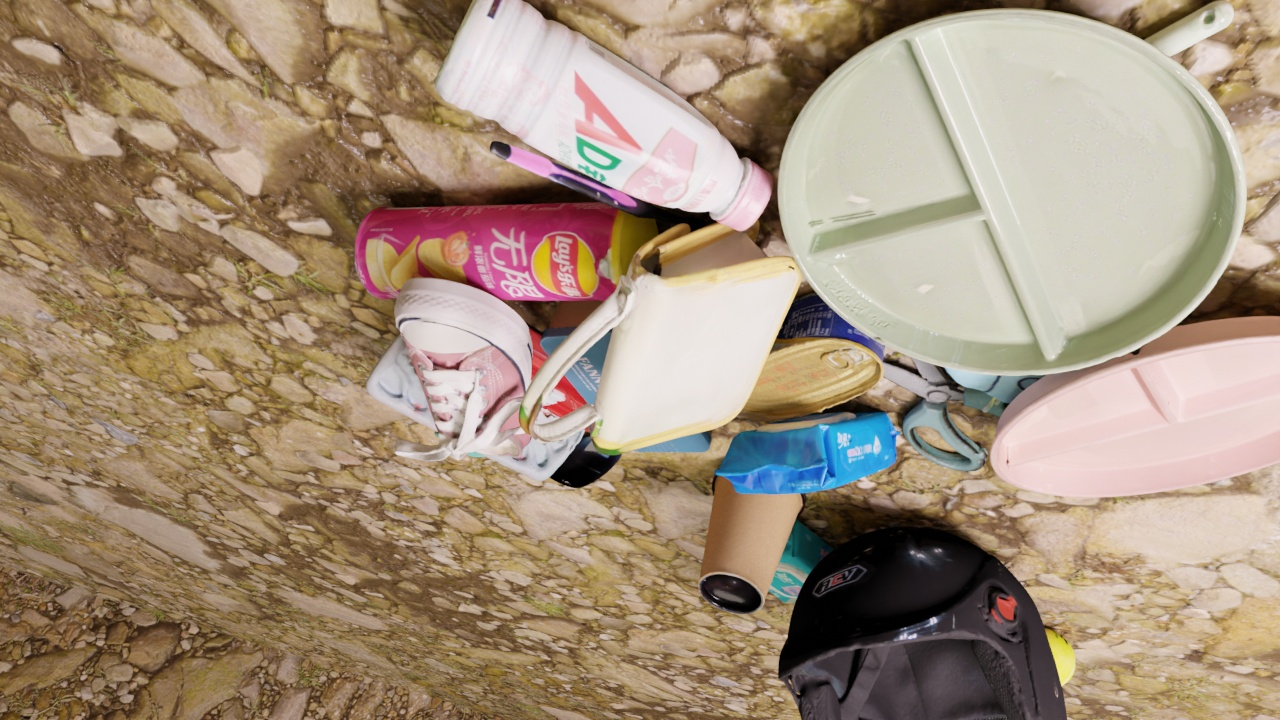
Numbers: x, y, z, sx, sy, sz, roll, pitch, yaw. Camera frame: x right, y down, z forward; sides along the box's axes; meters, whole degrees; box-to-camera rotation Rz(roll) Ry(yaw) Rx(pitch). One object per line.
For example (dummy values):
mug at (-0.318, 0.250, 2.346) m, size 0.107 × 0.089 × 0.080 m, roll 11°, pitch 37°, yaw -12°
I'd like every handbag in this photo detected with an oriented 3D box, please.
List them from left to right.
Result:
handbag at (0.003, -0.010, 0.594) m, size 0.178 × 0.063 × 0.164 m, roll -16°, pitch 142°, yaw -30°

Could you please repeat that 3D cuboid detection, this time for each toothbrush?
toothbrush at (-0.019, -0.099, 0.559) m, size 0.018 × 0.014 × 0.189 m, roll -5°, pitch 167°, yaw 43°
toothbrush at (0.201, -0.126, 0.472) m, size 0.020 × 0.029 × 0.190 m, roll -15°, pitch 173°, yaw -43°

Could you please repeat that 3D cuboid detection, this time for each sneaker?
sneaker at (-0.129, 0.030, 0.694) m, size 0.118 × 0.087 × 0.241 m, roll 7°, pitch 151°, yaw 7°

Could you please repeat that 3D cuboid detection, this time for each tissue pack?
tissue pack at (0.160, 0.218, 0.998) m, size 0.093 × 0.050 × 0.133 m, roll -16°, pitch 135°, yaw 43°
tissue pack at (0.135, 0.071, 0.726) m, size 0.095 × 0.052 × 0.156 m, roll -11°, pitch 177°, yaw 38°

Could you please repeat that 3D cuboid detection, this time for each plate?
plate at (0.187, -0.081, 0.492) m, size 0.230 × 0.027 × 0.231 m, roll 16°, pitch 140°, yaw 14°
plate at (0.345, 0.036, 0.596) m, size 0.229 × 0.028 × 0.230 m, roll -1°, pitch 149°, yaw -1°

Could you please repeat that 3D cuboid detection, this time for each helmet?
helmet at (0.253, 0.267, 0.860) m, size 0.234 × 0.229 × 0.274 m, roll -30°, pitch 128°, yaw 32°

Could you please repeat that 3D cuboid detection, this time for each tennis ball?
tennis ball at (0.448, 0.331, 1.020) m, size 0.065 × 0.065 × 0.066 m, roll 13°, pitch 148°, yaw 8°

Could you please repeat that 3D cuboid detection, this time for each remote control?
remote control at (-0.064, 0.112, 0.966) m, size 0.053 × 0.024 × 0.137 m, roll 26°, pitch 147°, yaw -16°

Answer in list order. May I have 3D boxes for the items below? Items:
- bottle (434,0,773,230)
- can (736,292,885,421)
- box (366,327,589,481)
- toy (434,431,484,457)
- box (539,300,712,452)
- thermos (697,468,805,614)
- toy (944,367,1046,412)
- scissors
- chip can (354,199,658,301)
bottle at (-0.014, -0.135, 0.521) m, size 0.197 × 0.068 × 0.068 m, roll 25°, pitch 148°, yaw -18°
can at (0.116, -0.001, 0.678) m, size 0.074 × 0.049 × 0.149 m, roll 33°, pitch 145°, yaw -24°
box at (-0.125, 0.023, 0.825) m, size 0.201 × 0.063 × 0.161 m, roll 32°, pitch 128°, yaw -24°
toy at (-0.160, 0.083, 0.965) m, size 0.096 × 0.030 × 0.092 m, roll 24°, pitch 150°, yaw -22°
box at (-0.004, 0.004, 0.735) m, size 0.090 × 0.063 × 0.184 m, roll -5°, pitch 144°, yaw 30°
thermos at (0.101, 0.162, 0.864) m, size 0.093 × 0.142 × 0.093 m, roll 12°, pitch 135°, yaw 12°
toy at (0.236, -0.024, 0.585) m, size 0.161 × 0.049 × 0.157 m, roll 15°, pitch 141°, yaw 0°
scissors at (0.243, 0.045, 0.719) m, size 0.176 × 0.019 × 0.172 m, roll 21°, pitch 149°, yaw -8°
chip can at (-0.096, -0.075, 0.646) m, size 0.211 × 0.071 × 0.071 m, roll 2°, pitch 146°, yaw 23°
